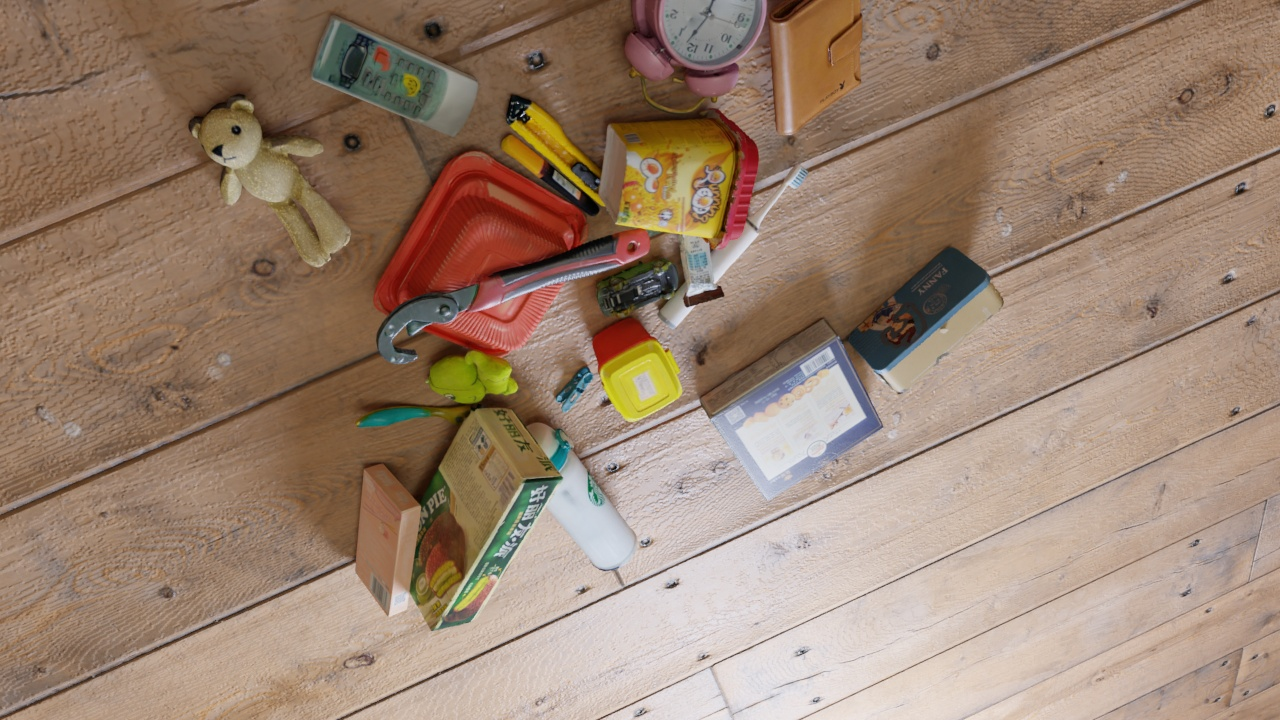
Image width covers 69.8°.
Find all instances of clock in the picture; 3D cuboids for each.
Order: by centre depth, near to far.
[{"bbox_3d":[0.049,-0.300,0.824,0.117,0.059,0.159,10,119,-25],"label":"clock"}]

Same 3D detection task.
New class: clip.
[{"bbox_3d":[-0.074,0.031,1.030,0.014,0.041,0.056,34,100,-36],"label":"clip"}]

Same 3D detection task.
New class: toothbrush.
[{"bbox_3d":[0.098,-0.123,0.985,0.026,0.026,0.221,34,106,-28],"label":"toothbrush"}]

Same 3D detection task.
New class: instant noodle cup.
[{"bbox_3d":[0.032,-0.174,0.869,0.123,0.116,0.116,-1,123,-18],"label":"instant noodle cup"},{"bbox_3d":[-0.144,-0.088,0.886,0.164,0.079,0.189,22,108,-36],"label":"instant noodle cup"}]

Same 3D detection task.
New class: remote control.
[{"bbox_3d":[-0.210,-0.243,0.791,0.135,0.019,0.056,18,115,-30],"label":"remote control"}]

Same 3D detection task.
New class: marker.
[{"bbox_3d":[-0.085,-0.176,0.886,0.015,0.018,0.123,-16,142,42],"label":"marker"}]

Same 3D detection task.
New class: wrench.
[{"bbox_3d":[-0.115,-0.067,0.851,0.273,0.016,0.056,-24,128,-12],"label":"wrench"}]

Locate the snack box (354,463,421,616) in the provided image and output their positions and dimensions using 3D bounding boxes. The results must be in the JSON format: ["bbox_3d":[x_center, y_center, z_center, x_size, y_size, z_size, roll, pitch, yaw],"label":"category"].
[{"bbox_3d":[-0.285,0.202,1.025,0.026,0.084,0.158,-14,131,-42],"label":"snack box"}]

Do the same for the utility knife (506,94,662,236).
[{"bbox_3d":[-0.050,-0.182,0.895,0.033,0.015,0.216,-43,127,14],"label":"utility knife"}]

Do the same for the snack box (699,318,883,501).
[{"bbox_3d":[0.191,0.065,1.137,0.178,0.045,0.182,-33,128,3],"label":"snack box"}]

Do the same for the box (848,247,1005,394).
[{"bbox_3d":[0.342,-0.051,1.088,0.184,0.089,0.060,-46,125,10],"label":"box"}]

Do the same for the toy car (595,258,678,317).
[{"bbox_3d":[-0.004,-0.079,0.970,0.091,0.036,0.043,-20,126,-7],"label":"toy car"}]

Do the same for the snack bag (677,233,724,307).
[{"bbox_3d":[0.057,-0.111,0.962,0.048,0.026,0.104,-18,108,-10],"label":"snack bag"}]

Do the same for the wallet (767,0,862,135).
[{"bbox_3d":[0.166,-0.291,0.866,0.107,0.031,0.132,-37,146,-15],"label":"wallet"}]

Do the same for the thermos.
[{"bbox_3d":[-0.077,0.161,1.088,0.073,0.073,0.224,-31,128,1],"label":"thermos"}]

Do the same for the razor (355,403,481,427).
[{"bbox_3d":[-0.238,0.062,0.983,0.132,0.028,0.043,0,136,-27],"label":"razor"}]

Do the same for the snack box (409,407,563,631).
[{"bbox_3d":[-0.186,0.176,1.012,0.063,0.114,0.241,1,129,-47],"label":"snack box"}]

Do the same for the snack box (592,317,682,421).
[{"bbox_3d":[-0.006,0.006,1.000,0.082,0.080,0.091,-28,128,0],"label":"snack box"}]

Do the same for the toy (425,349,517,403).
[{"bbox_3d":[-0.177,0.017,0.954,0.100,0.031,0.097,5,145,10],"label":"toy"}]

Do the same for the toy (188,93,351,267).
[{"bbox_3d":[-0.314,-0.150,0.787,0.105,0.066,0.157,-24,122,18],"label":"toy"}]
